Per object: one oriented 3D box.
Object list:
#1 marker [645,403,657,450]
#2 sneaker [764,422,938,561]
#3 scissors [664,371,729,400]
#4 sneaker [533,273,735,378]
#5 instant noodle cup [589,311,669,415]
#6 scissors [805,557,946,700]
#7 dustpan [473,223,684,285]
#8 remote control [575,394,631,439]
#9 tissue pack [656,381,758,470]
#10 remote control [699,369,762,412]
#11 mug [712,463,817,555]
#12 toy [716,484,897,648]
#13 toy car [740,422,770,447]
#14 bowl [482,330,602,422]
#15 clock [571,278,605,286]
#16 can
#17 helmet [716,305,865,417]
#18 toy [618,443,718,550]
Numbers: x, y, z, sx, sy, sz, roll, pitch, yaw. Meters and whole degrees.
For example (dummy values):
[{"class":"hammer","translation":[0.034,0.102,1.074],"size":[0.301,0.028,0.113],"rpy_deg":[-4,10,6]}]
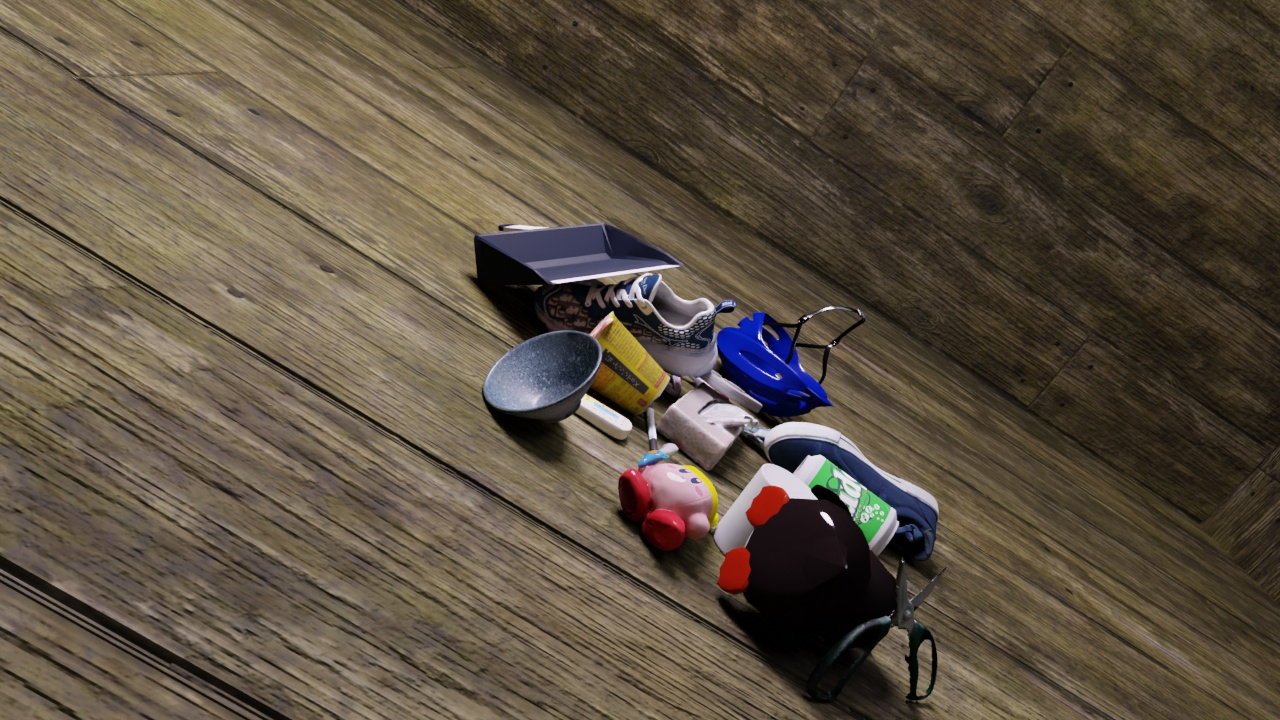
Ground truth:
[{"class":"marker","translation":[0.013,0.081,1.177],"size":[0.011,0.011,0.152],"rpy_deg":[29,19,-14]},{"class":"sneaker","translation":[0.295,0.192,1.264],"size":[0.294,0.121,0.127],"rpy_deg":[32,41,-13]},{"class":"scissors","translation":[0.065,0.020,1.387],"size":[0.170,0.013,0.176],"rpy_deg":[40,23,-5]},{"class":"sneaker","translation":[-0.010,-0.074,1.250],"size":[0.269,0.133,0.103],"rpy_deg":[17,47,-2]},{"class":"instant noodle cup","translation":[-0.027,0.011,1.172],"size":[0.112,0.100,0.100],"rpy_deg":[41,18,-9]},{"class":"scissors","translation":[0.239,0.290,0.901],"size":[0.205,0.202,0.015],"rpy_deg":[-26,29,-26]},{"class":"dustpan","translation":[-0.117,-0.160,1.303],"size":[0.235,0.080,0.274],"rpy_deg":[-13,12,-40]},{"class":"remote control","translation":[-0.067,0.055,1.097],"size":[0.125,0.018,0.038],"rpy_deg":[32,18,0]},{"class":"tissue pack","translation":[0.098,0.080,1.240],"size":[0.104,0.071,0.181],"rpy_deg":[36,15,10]},{"class":"remote control","translation":[0.127,0.039,1.348],"size":[0.074,0.019,0.151],"rpy_deg":[35,4,28]},{"class":"mug","translation":[0.153,0.184,1.015],"size":[0.112,0.097,0.078],"rpy_deg":[30,19,-11]},{"class":"toy","translation":[0.196,0.226,0.921],"size":[0.184,0.159,0.140],"rpy_deg":[39,-19,-31]},{"class":"toy car","translation":[0.183,0.112,1.323],"size":[0.090,0.027,0.038],"rpy_deg":[11,-16,31]},{"class":"bowl","translation":[-0.099,0.031,1.009],"size":[0.137,0.137,0.057],"rpy_deg":[-118,-174,-55]},{"class":"clock","translation":[-0.074,-0.085,1.372],"size":[0.119,0.043,0.094],"rpy_deg":[38,32,11]},{"class":"can","translation":[0.253,0.191,1.181],"size":[0.140,0.088,0.087],"rpy_deg":[37,19,9]},{"class":"helmet","translation":[0.244,-0.024,1.484],"size":[0.147,0.228,0.241],"rpy_deg":[26,19,-52]},{"class":"toy","translation":[0.037,0.148,0.974],"size":[0.131,0.097,0.124],"rpy_deg":[-15,43,-43]}]
